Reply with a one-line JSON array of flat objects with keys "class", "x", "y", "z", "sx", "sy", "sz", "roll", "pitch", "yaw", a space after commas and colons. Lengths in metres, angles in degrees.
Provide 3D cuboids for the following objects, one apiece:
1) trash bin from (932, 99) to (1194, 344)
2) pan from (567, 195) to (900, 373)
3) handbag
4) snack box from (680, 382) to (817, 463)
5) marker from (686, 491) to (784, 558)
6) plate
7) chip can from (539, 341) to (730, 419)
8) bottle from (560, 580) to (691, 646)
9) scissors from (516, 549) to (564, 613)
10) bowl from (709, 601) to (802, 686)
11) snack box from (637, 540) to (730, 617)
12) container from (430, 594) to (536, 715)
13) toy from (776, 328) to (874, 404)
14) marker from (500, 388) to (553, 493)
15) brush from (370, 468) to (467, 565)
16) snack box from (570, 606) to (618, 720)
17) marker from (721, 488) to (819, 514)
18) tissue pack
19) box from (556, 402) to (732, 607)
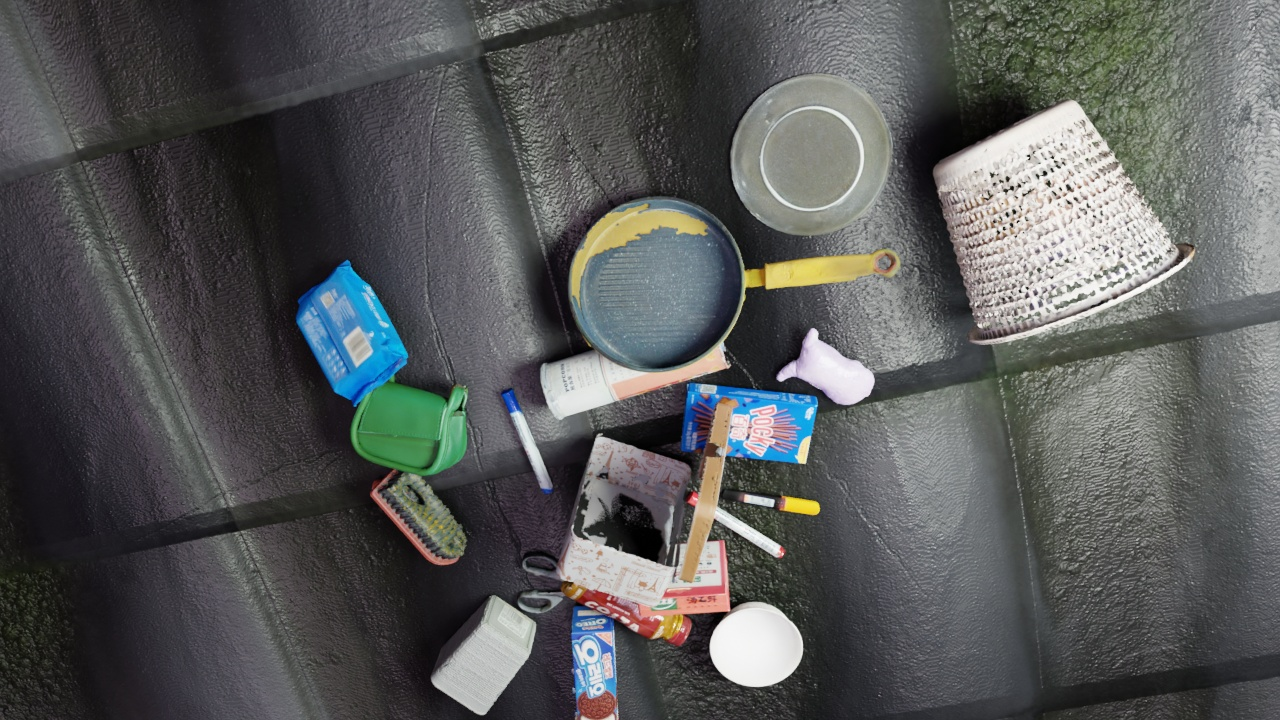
[{"class": "trash bin", "x": 0.409, "y": -0.148, "z": 0.944, "sx": 0.228, "sy": 0.227, "sz": 0.192, "roll": -26, "pitch": 93, "yaw": 12}, {"class": "pan", "x": 0.094, "y": -0.089, "z": 0.997, "sx": 0.358, "sy": 0.078, "sz": 0.197, "roll": -3, "pitch": 85, "yaw": 10}, {"class": "handbag", "x": -0.277, "y": 0.075, "z": 1.122, "sx": 0.131, "sy": 0.068, "sz": 0.120, "roll": 15, "pitch": 95, "yaw": 13}, {"class": "snack box", "x": 0.131, "y": 0.077, "z": 1.118, "sx": 0.157, "sy": 0.026, "sz": 0.085, "roll": 6, "pitch": 117, "yaw": 2}, {"class": "marker", "x": 0.123, "y": 0.211, "z": 1.176, "sx": 0.145, "sy": 0.017, "sz": 0.017, "roll": 33, "pitch": 108, "yaw": -8}, {"class": "plate", "x": 0.189, "y": -0.224, "z": 1.017, "sx": 0.179, "sy": 0.024, "sz": 0.179, "roll": 1, "pitch": 110, "yaw": 4}, {"class": "chip can", "x": -0.006, "y": 0.006, "z": 1.084, "sx": 0.215, "sy": 0.071, "sz": 0.071, "roll": -17, "pitch": 107, "yaw": 9}, {"class": "bottle", "x": -0.016, "y": 0.315, "z": 1.193, "sx": 0.175, "sy": 0.057, "sz": 0.057, "roll": 31, "pitch": 108, "yaw": -11}, {"class": "scissors", "x": -0.087, "y": 0.305, "z": 1.226, "sx": 0.171, "sy": 0.014, "sz": 0.159, "roll": -35, "pitch": 106, "yaw": 12}, {"class": "bowl", "x": 0.149, "y": 0.358, "z": 1.200, "sx": 0.118, "sy": 0.064, "sz": 0.118, "roll": 1, "pitch": 109, "yaw": 3}, {"class": "snack box", "x": 0.053, "y": 0.278, "z": 1.145, "sx": 0.113, "sy": 0.127, "sz": 0.044, "roll": -5, "pitch": 109, "yaw": 6}, {"class": "container", "x": -0.204, "y": 0.387, "z": 1.221, "sx": 0.090, "sy": 0.090, "sz": 0.114, "roll": 36, "pitch": 105, "yaw": -9}, {"class": "toy", "x": 0.225, "y": 0.017, "z": 1.091, "sx": 0.108, "sy": 0.038, "sz": 0.084, "roll": 28, "pitch": 126, "yaw": -10}, {"class": "marker", "x": -0.141, "y": 0.103, "z": 1.155, "sx": 0.017, "sy": 0.016, "sz": 0.146, "roll": -18, "pitch": 107, "yaw": 9}, {"class": "brush", "x": -0.283, "y": 0.204, "z": 1.180, "sx": 0.069, "sy": 0.063, "sz": 0.146, "roll": -21, "pitch": 111, "yaw": 42}, {"class": "snack box", "x": -0.061, "y": 0.432, "z": 1.239, "sx": 0.058, "sy": 0.057, "sz": 0.208, "roll": -2, "pitch": 111, "yaw": 0}, {"class": "marker", "x": 0.165, "y": 0.178, "z": 1.164, "sx": 0.124, "sy": 0.015, "sz": 0.018, "roll": 8, "pitch": 108, "yaw": 3}, {"class": "tissue pack", "x": -0.342, "y": -0.033, "z": 1.084, "sx": 0.095, "sy": 0.052, "sz": 0.157, "roll": -37, "pitch": 75, "yaw": 16}, {"class": "box", "x": 0.011, "y": 0.150, "z": 1.050, "sx": 0.157, "sy": 0.182, "sz": 0.193, "roll": 16, "pitch": 127, "yaw": -2}]
